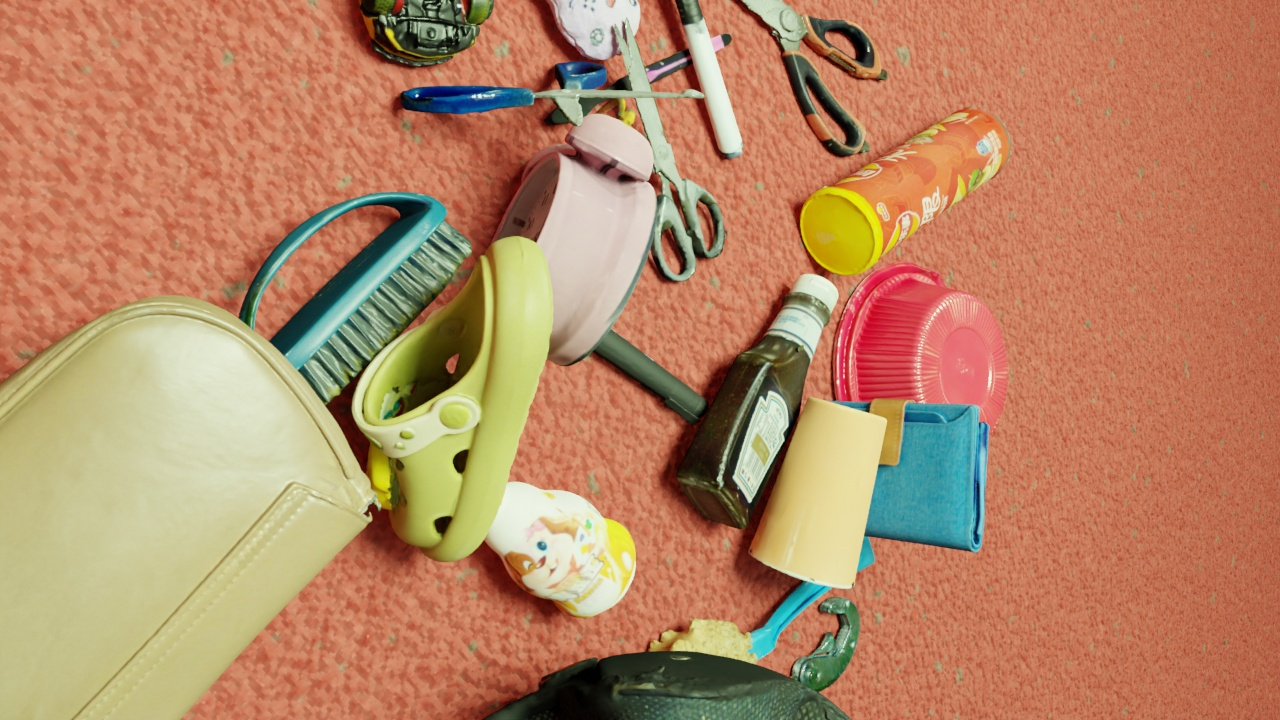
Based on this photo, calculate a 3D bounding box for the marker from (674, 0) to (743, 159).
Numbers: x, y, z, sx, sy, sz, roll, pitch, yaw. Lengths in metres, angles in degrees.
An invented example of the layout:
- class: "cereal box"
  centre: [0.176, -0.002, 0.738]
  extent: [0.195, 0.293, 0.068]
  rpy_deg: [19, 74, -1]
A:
- class: "marker"
  centre: [0.048, -0.206, 0.646]
  extent: [0.022, 0.018, 0.131]
  rpy_deg: [-47, 124, -44]

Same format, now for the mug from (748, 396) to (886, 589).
- class: "mug"
  centre: [0.133, 0.092, 0.661]
  extent: [0.078, 0.078, 0.123]
  rpy_deg: [16, 91, -36]

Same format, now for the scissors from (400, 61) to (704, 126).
- class: "scissors"
  centre: [-0.047, -0.151, 0.517]
  extent: [0.162, 0.173, 0.012]
  rpy_deg: [-63, 153, -60]

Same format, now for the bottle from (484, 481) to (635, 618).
- class: "bottle"
  centre: [-0.054, 0.106, 0.541]
  extent: [0.108, 0.063, 0.063]
  rpy_deg: [40, 66, -30]

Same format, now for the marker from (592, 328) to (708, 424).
- class: "marker"
  centre: [-0.004, 0.004, 0.610]
  extent: [0.132, 0.020, 0.022]
  rpy_deg: [36, 53, -32]

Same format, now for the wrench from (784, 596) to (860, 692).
- class: "wrench"
  centre: [0.079, 0.266, 0.669]
  extent: [0.272, 0.016, 0.056]
  rpy_deg: [-31, 105, -34]

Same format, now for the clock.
- class: "clock"
  centre: [-0.040, -0.078, 0.526]
  extent: [0.059, 0.117, 0.158]
  rpy_deg: [25, 75, -23]

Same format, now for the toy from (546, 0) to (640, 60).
- class: "toy"
  centre: [-0.039, -0.242, 0.576]
  extent: [0.083, 0.039, 0.108]
  rpy_deg: [-48, 116, -26]

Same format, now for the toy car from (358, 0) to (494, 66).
- class: "toy car"
  centre: [-0.125, -0.244, 0.507]
  extent: [0.071, 0.041, 0.156]
  rpy_deg: [-10, 96, -38]

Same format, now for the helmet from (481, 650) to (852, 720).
- class: "helmet"
  centre: [0.009, 0.276, 0.486]
  extent: [0.275, 0.230, 0.233]
  rpy_deg: [-6, 73, 3]

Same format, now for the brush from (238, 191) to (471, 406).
- class: "brush"
  centre: [-0.153, -0.038, 0.472]
  extent: [0.073, 0.055, 0.143]
  rpy_deg: [50, 61, -26]

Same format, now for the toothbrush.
- class: "toothbrush"
  centre: [0.003, -0.194, 0.627]
  extent: [0.188, 0.018, 0.014]
  rpy_deg: [-36, 111, -36]

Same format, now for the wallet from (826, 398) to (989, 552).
- class: "wallet"
  centre: [0.189, 0.082, 0.684]
  extent: [0.040, 0.133, 0.106]
  rpy_deg: [6, 86, -47]

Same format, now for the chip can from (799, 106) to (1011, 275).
- class: "chip can"
  centre: [0.223, -0.143, 0.756]
  extent: [0.216, 0.073, 0.073]
  rpy_deg: [-32, 108, -35]

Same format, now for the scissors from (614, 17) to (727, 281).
- class: "scissors"
  centre: [0.010, -0.131, 0.607]
  extent: [0.174, 0.014, 0.136]
  rpy_deg: [32, 77, -43]

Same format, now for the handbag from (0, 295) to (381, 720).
- class: "handbag"
  centre: [-0.221, 0.074, 0.384]
  extent: [0.204, 0.100, 0.148]
  rpy_deg: [-48, 114, -13]

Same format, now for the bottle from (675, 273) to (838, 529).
- class: "bottle"
  centre: [0.091, 0.022, 0.662]
  extent: [0.194, 0.044, 0.080]
  rpy_deg: [-60, 142, -23]

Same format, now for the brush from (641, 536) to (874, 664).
- class: "brush"
  centre: [0.096, 0.193, 0.675]
  extent: [0.253, 0.046, 0.083]
  rpy_deg: [-23, 99, -40]

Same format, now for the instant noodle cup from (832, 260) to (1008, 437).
- class: "instant noodle cup"
  centre: [0.249, 0.009, 0.777]
  extent: [0.193, 0.066, 0.193]
  rpy_deg: [2, 86, -37]

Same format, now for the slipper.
- class: "slipper"
  centre: [-0.100, 0.018, 0.457]
  extent: [0.081, 0.091, 0.191]
  rpy_deg: [11, 127, -21]

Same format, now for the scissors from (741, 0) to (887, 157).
- class: "scissors"
  centre: [0.128, -0.256, 0.722]
  extent: [0.215, 0.015, 0.196]
  rpy_deg: [-15, 98, -36]
